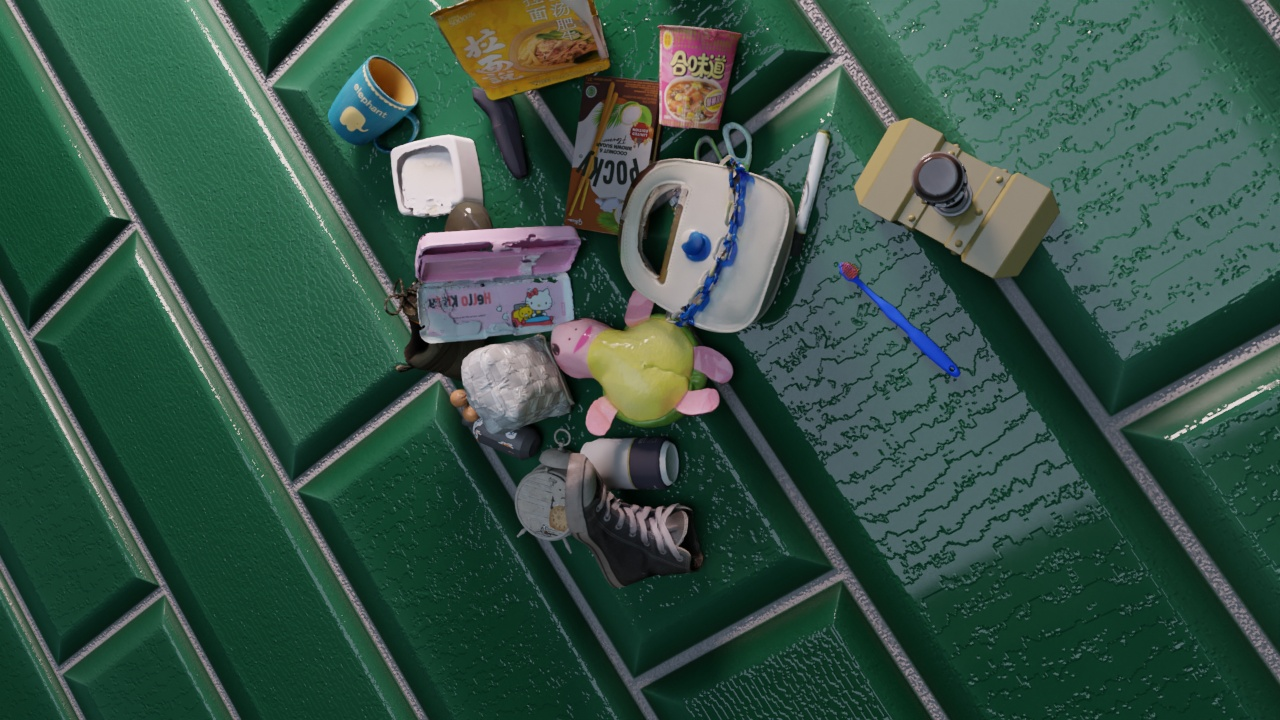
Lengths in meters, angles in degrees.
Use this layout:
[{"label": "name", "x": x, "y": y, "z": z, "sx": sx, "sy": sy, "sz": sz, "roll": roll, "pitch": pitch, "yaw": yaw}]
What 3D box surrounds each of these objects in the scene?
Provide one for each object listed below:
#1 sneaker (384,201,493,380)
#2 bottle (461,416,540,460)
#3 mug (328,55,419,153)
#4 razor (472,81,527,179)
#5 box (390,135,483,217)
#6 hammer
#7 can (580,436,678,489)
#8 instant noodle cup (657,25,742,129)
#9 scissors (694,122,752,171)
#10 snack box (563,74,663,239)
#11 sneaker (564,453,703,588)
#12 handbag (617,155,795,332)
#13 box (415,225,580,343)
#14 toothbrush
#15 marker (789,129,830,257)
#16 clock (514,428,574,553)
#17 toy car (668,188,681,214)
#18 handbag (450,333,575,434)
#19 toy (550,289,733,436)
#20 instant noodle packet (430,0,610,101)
[{"label": "sneaker", "x": -0.272, "y": -0.090, "z": 1.179, "sx": 0.101, "sy": 0.142, "sz": 0.238, "roll": 27, "pitch": 112, "yaw": 52}, {"label": "bottle", "x": -0.188, "y": 0.096, "z": 1.226, "sx": 0.112, "sy": 0.047, "sz": 0.047, "roll": 20, "pitch": 102, "yaw": 18}, {"label": "mug", "x": -0.354, "y": -0.332, "z": 1.234, "sx": 0.104, "sy": 0.084, "sz": 0.112, "roll": -32, "pitch": 112, "yaw": 27}, {"label": "razor", "x": -0.178, "y": -0.303, "z": 1.183, "sx": 0.052, "sy": 0.047, "sz": 0.143, "roll": -17, "pitch": 92, "yaw": -2}, {"label": "box", "x": -0.275, "y": -0.239, "z": 1.210, "sx": 0.107, "sy": 0.076, "sz": 0.102, "roll": -6, "pitch": 92, "yaw": 24}, {"label": "hammer", "x": 0.289, "y": -0.157, "z": 0.859, "sx": 0.190, "sy": 0.324, "sz": 0.101, "roll": 33, "pitch": 106, "yaw": 15}, {"label": "can", "x": -0.020, "y": 0.130, "z": 1.153, "sx": 0.127, "sy": 0.064, "sz": 0.064, "roll": -4, "pitch": 94, "yaw": 22}, {"label": "instant noodle cup", "x": 0.062, "y": -0.325, "z": 1.062, "sx": 0.098, "sy": 0.097, "sz": 0.109, "roll": 13, "pitch": 108, "yaw": 20}, {"label": "scissors", "x": 0.114, "y": -0.193, "z": 1.094, "sx": 0.078, "sy": 0.032, "sz": 0.175, "roll": -17, "pitch": 86, "yaw": 19}, {"label": "snack box", "x": -0.030, "y": -0.251, "z": 1.133, "sx": 0.101, "sy": 0.031, "sz": 0.186, "roll": 12, "pitch": 100, "yaw": 20}, {"label": "sneaker", "x": -0.010, "y": 0.188, "z": 1.097, "sx": 0.120, "sy": 0.095, "sz": 0.235, "roll": -12, "pitch": 128, "yaw": 17}, {"label": "handbag", "x": 0.066, "y": -0.137, "z": 1.048, "sx": 0.200, "sy": 0.092, "sz": 0.201, "roll": 17, "pitch": 105, "yaw": 13}, {"label": "box", "x": -0.177, "y": -0.102, "z": 1.138, "sx": 0.073, "sy": 0.201, "sz": 0.150, "roll": -125, "pitch": 36, "yaw": -48}, {"label": "toothbrush", "x": 0.292, "y": -0.047, "z": 1.035, "sx": 0.016, "sy": 0.018, "sz": 0.182, "roll": -43, "pitch": 78, "yaw": -5}, {"label": "marker", "x": 0.195, "y": -0.192, "z": 1.059, "sx": 0.017, "sy": 0.017, "sz": 0.146, "roll": 17, "pitch": 101, "yaw": 19}, {"label": "clock", "x": -0.113, "y": 0.165, "z": 1.196, "sx": 0.103, "sy": 0.061, "sz": 0.157, "roll": 13, "pitch": 102, "yaw": 20}, {"label": "toy car", "x": 0.078, "y": -0.163, "z": 1.099, "sx": 0.048, "sy": 0.033, "sz": 0.105, "roll": -33, "pitch": 96, "yaw": 14}, {"label": "handbag", "x": -0.168, "y": 0.035, "z": 1.144, "sx": 0.123, "sy": 0.171, "sz": 0.112, "roll": -23, "pitch": 87, "yaw": 22}, {"label": "toy", "x": -0.007, "y": 0.007, "z": 1.121, "sx": 0.238, "sy": 0.087, "sz": 0.190, "roll": 14, "pitch": 84, "yaw": 21}, {"label": "instant noodle packet", "x": -0.132, "y": -0.377, "z": 1.041, "sx": 0.163, "sy": 0.221, "sz": 0.084, "roll": -12, "pitch": 92, "yaw": 5}]
